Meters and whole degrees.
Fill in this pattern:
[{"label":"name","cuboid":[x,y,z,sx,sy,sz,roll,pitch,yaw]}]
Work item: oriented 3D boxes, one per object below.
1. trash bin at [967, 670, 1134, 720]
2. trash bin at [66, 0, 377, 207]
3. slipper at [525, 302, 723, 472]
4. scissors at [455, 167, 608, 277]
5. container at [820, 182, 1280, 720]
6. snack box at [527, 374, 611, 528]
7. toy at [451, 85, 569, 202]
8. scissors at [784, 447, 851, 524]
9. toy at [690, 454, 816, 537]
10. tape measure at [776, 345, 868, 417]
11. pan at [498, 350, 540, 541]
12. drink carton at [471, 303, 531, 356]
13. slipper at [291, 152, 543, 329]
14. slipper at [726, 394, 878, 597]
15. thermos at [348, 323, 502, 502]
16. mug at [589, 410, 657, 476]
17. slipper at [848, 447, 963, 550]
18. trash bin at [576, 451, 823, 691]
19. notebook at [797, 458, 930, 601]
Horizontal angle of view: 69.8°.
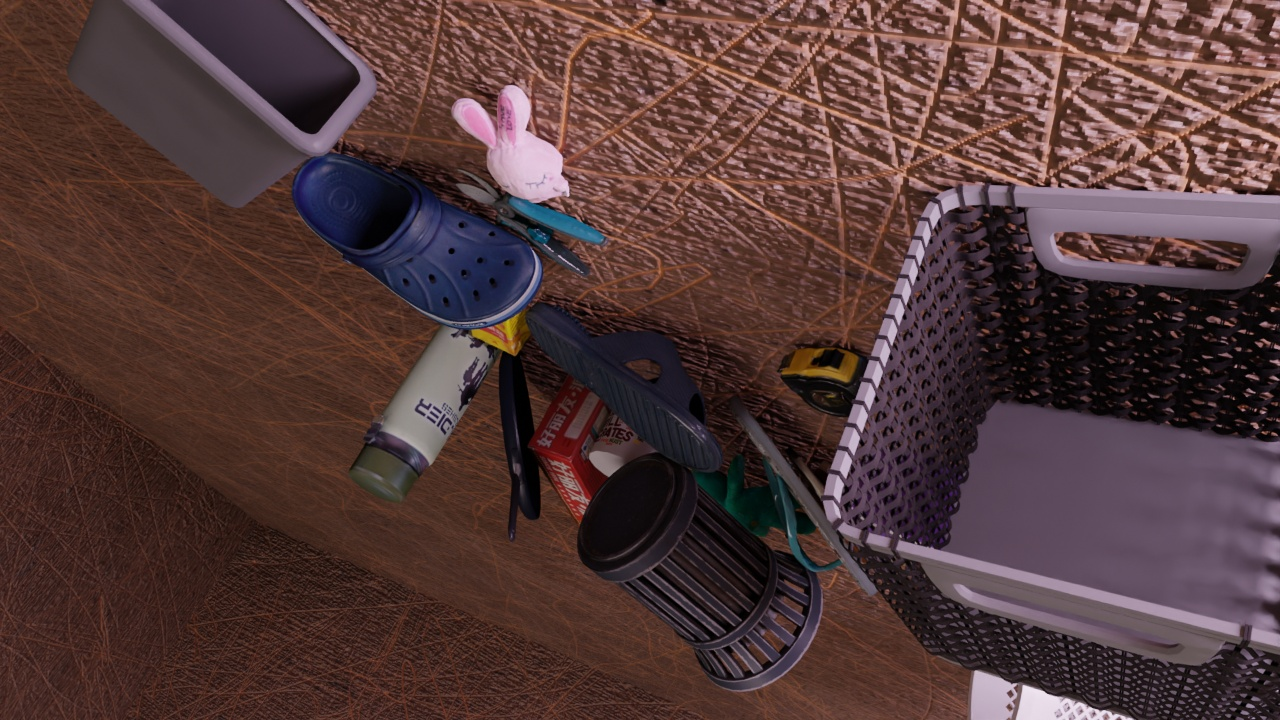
[{"label":"trash bin","cuboid":[0.484,0.368,0.988,0.200,0.195,0.196,13,151,8]},{"label":"trash bin","cuboid":[-0.358,-0.239,0.771,0.192,0.097,0.220,43,151,-27]},{"label":"slipper","cuboid":[-0.005,0.005,0.907,0.264,0.082,0.101,36,159,29]},{"label":"scissors","cuboid":[-0.090,-0.122,0.814,0.125,0.019,0.156,2,145,40]},{"label":"container","cuboid":[0.286,0.071,0.561,0.248,0.245,0.244,10,152,32]},{"label":"snack box","cuboid":[-0.053,0.123,1.109,0.060,0.113,0.236,15,151,23]},{"label":"toy","cuboid":[-0.098,-0.163,0.718,0.064,0.047,0.110,-2,139,32]},{"label":"scissors","cuboid":[0.192,0.145,0.920,0.162,0.012,0.158,53,-178,12]},{"label":"toy","cuboid":[0.109,0.170,1.078,0.194,0.072,0.131,1,127,37]},{"label":"tape measure","cuboid":[0.168,0.019,0.798,0.071,0.042,0.072,45,147,-24]},{"label":"pan","cuboid":[-0.132,0.105,0.972,0.021,0.356,0.199,-8,107,-3]},{"label":"drink carton","cuboid":[-0.149,-0.062,0.950,0.058,0.042,0.135,25,153,12]},{"label":"slipper","cuboid":[-0.214,-0.112,0.839,0.253,0.105,0.095,28,173,7]},{"label":"slipper","cuboid":[0.156,0.149,0.958,0.269,0.055,0.098,54,-175,-16]},{"label":"thermos","cuboid":[-0.233,0.044,1.004,0.082,0.230,0.082,23,153,12]},{"label":"mug","cuboid":[0.006,0.093,1.027,0.105,0.089,0.074,42,150,-27]},{"label":"slipper","cuboid":[0.324,0.174,0.856,0.267,0.107,0.084,22,152,26]},{"label":"trash bin","cuboid":[0.057,0.214,0.954,0.165,0.163,0.227,-8,136,50]},{"label":"notebook","cuboid":[0.291,0.205,0.994,0.249,0.014,0.179,31,155,16]}]
